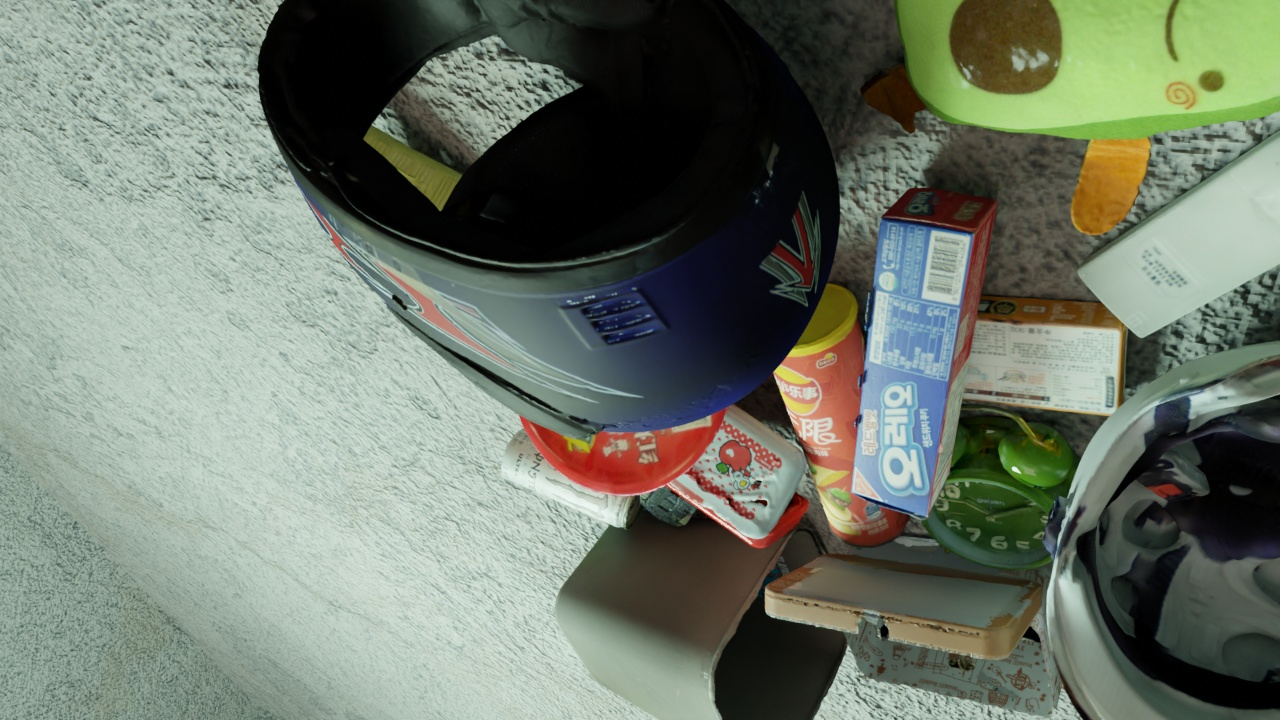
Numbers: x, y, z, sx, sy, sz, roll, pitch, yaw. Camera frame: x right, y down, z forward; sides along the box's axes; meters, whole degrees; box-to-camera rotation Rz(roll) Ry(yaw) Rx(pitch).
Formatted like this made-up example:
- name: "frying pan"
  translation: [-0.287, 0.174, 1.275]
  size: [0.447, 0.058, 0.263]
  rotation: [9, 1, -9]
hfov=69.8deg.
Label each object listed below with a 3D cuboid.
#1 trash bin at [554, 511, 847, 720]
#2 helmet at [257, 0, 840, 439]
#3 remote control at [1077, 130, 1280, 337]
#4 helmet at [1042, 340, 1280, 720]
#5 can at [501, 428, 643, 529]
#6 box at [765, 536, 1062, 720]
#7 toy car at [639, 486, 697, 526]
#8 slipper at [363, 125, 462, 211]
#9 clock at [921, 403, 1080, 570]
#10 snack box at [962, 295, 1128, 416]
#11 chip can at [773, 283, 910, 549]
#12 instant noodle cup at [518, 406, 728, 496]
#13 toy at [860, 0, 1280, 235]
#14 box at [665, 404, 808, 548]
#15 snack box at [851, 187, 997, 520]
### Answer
- name: "trash bin"
  translation: [0.058, 0.260, 0.907]
  size: [0.220, 0.198, 0.199]
  rotation: [8, 135, 41]
- name: "helmet"
  translation: [-0.041, -0.091, 0.543]
  size: [0.316, 0.247, 0.240]
  rotation: [26, 165, 21]
- name: "remote control"
  translation: [0.303, -0.065, 0.485]
  size: [0.056, 0.019, 0.135]
  rotation: [47, 143, 4]
- name: "helmet"
  translation: [0.349, 0.103, 0.515]
  size: [0.229, 0.145, 0.259]
  rotation: [18, 114, 17]
- name: "can"
  translation: [-0.068, 0.120, 0.939]
  size: [0.147, 0.058, 0.058]
  rotation: [21, 141, 17]
- name: "box"
  translation: [0.235, 0.200, 0.742]
  size: [0.179, 0.130, 0.272]
  rotation: [1, 158, 35]
- name: "toy car"
  translation: [0.042, 0.112, 0.869]
  size: [0.054, 0.036, 0.121]
  rotation: [34, 133, 1]
- name: "slipper"
  translation: [-0.187, -0.127, 0.751]
  size: [0.190, 0.091, 0.081]
  rotation: [34, -176, -16]
- name: "clock"
  translation: [0.256, 0.088, 0.666]
  size: [0.116, 0.056, 0.161]
  rotation: [1, 132, 34]
- name: "snack box"
  translation: [0.233, -0.006, 0.603]
  size: [0.154, 0.026, 0.075]
  rotation: [6, 135, 31]
- name: "chip can"
  translation: [0.149, 0.047, 0.688]
  size: [0.073, 0.073, 0.217]
  rotation: [4, 134, 34]
- name: "instant noodle cup"
  translation: [-0.004, 0.004, 0.699]
  size: [0.194, 0.065, 0.194]
  rotation: [-1, 89, 31]
- name: "toy"
  translation: [0.191, -0.156, 0.410]
  size: [0.247, 0.089, 0.227]
  rotation: [13, 142, 42]
- name: "box"
  translation: [0.048, 0.057, 0.749]
  size: [0.201, 0.095, 0.102]
  rotation: [33, 121, 27]
- name: "snack box"
  translation: [0.175, 0.000, 0.578]
  size: [0.057, 0.058, 0.208]
  rotation: [15, 125, 27]
